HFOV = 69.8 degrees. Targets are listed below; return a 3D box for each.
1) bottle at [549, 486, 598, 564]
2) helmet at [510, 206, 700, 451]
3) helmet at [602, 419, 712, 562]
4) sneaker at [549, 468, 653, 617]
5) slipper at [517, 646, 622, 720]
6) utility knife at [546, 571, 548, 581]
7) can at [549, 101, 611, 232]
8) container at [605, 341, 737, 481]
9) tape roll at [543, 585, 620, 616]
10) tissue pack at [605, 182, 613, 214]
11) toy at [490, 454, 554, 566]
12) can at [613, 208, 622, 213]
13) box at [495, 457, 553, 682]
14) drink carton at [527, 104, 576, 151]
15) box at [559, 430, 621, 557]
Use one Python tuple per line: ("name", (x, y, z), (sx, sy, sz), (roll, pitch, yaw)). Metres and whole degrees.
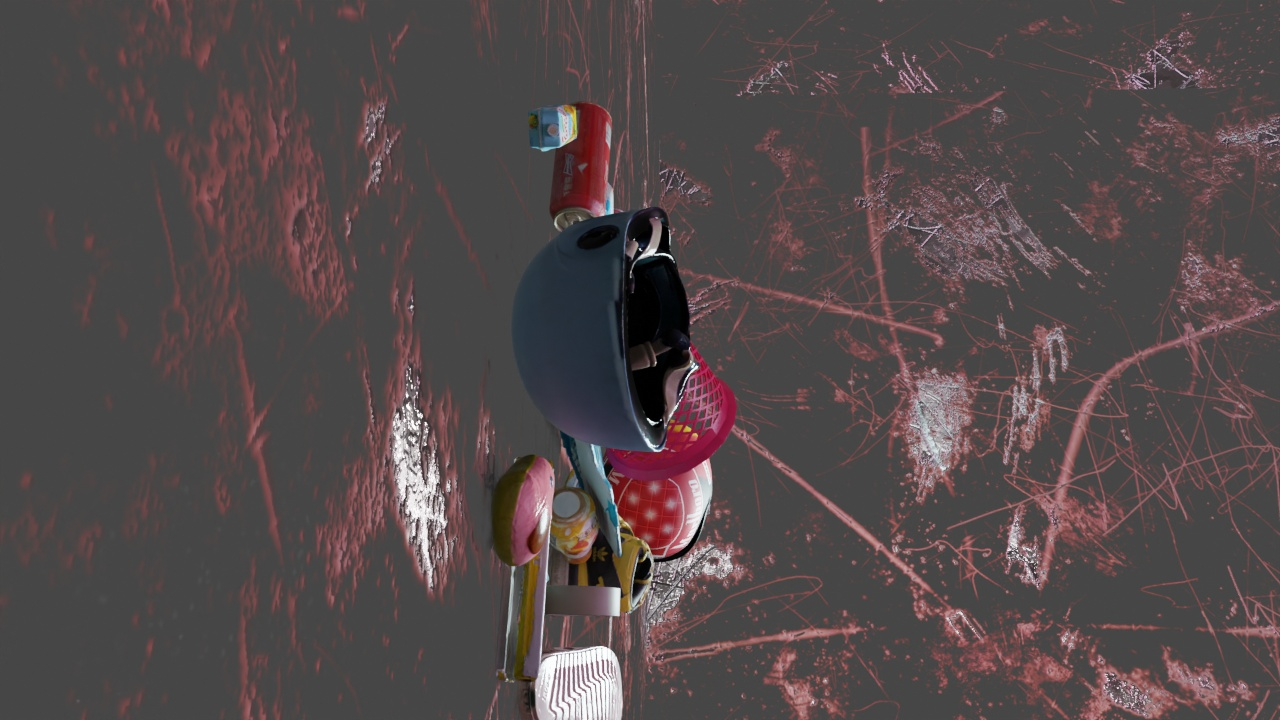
("bottle", (-0.079, 0.196, 1.067), (0.109, 0.063, 0.063), (84, 8, -49))
("helmet", (-0.037, -0.022, 0.887), (0.265, 0.167, 0.226), (-78, 157, -61))
("helmet", (0.021, 0.234, 1.569), (0.224, 0.198, 0.271), (-73, 171, -76))
("sneaker", (-0.043, 0.226, 1.179), (0.238, 0.122, 0.086), (-83, 174, -50))
("slipper", (-0.086, 0.365, 1.017), (0.239, 0.064, 0.094), (41, 45, -62))
("utility knife", (-0.111, 0.231, 0.989), (0.120, 0.015, 0.022), (81, -15, -76))
("can", (-0.072, -0.234, 1.114), (0.067, 0.067, 0.169), (82, 9, -62))
("container", (-0.006, 0.007, 1.127), (0.182, 0.183, 0.226), (-85, 153, -47))
("tape roll", (-0.069, 0.263, 1.004), (0.094, 0.094, 0.030), (76, 15, -73))
("tissue pack", (-0.069, -0.170, 1.209), (0.092, 0.062, 0.145), (-85, 178, -56))
("toy", (-0.103, 0.125, 0.811), (0.109, 0.051, 0.090), (-84, 175, -60))
("can", (-0.047, -0.190, 1.485), (0.064, 0.064, 0.104), (84, 8, -56))
("box", (-0.112, 0.197, 0.875), (0.066, 0.044, 0.209), (113, -20, -67))
("drink carton", (-0.094, -0.254, 0.995), (0.128, 0.038, 0.044), (-76, 166, -71))
("box", (-0.061, 0.107, 1.058), (0.227, 0.039, 0.181), (85, -20, -53))
